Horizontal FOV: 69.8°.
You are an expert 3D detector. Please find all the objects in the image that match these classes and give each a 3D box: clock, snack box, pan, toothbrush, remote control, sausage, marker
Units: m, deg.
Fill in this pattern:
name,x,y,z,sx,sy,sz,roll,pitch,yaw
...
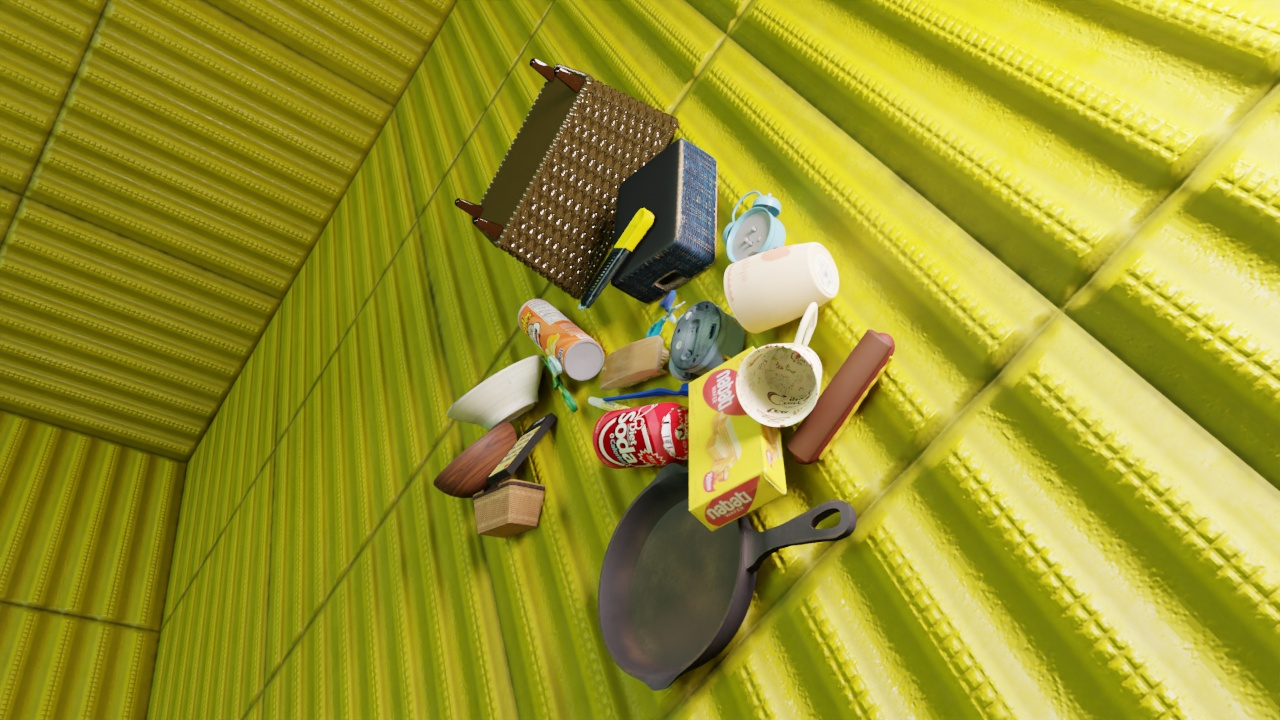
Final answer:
name,x,y,z,sx,sy,sz,roll,pitch,yaw
clock,0.137,-0.162,1.125,0.088,0.042,0.123,-42,41,32
snack box,0.099,0.077,0.966,0.092,0.042,0.200,-32,30,25
pan,0.084,0.209,0.952,0.357,0.043,0.248,-29,46,42
clock,0.073,-0.021,1.114,0.125,0.051,0.088,-11,62,53
toothbrush,0.011,0.042,1.187,0.187,0.016,0.011,-8,55,50
remote control,-0.174,0.129,1.345,0.058,0.013,0.133,-31,15,41
sausage,0.199,0.038,0.907,0.156,0.040,0.040,-57,33,13
marker,-0.035,0.064,1.247,0.132,0.014,0.014,12,79,57

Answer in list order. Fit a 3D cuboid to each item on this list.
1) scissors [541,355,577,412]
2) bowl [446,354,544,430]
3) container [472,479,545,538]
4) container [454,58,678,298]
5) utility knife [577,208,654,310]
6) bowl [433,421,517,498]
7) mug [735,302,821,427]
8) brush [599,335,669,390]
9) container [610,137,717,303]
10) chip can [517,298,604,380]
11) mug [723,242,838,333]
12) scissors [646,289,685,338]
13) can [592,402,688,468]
name,x,y,z,sx,sy,sz,roll,pitch,yaw
scissors,-0.125,0.022,1.351,0.012,0.120,0.128,-25,42,-14
bowl,-0.209,0.062,1.417,0.177,0.176,0.058,-38,82,36
container,-0.193,0.217,1.334,0.114,0.063,0.061,-27,56,45
container,-0.129,-0.299,1.445,0.321,0.205,0.176,-59,33,9
utility knife,-0.037,-0.132,1.240,0.171,0.020,0.028,-52,34,19
bowl,-0.236,0.166,1.398,0.147,0.069,0.147,-40,-4,-4
mug,0.152,-0.001,0.923,0.081,0.097,0.122,20,105,16
brush,-0.007,0.007,1.222,0.117,0.039,0.049,-23,50,48
container,0.031,-0.192,1.269,0.146,0.071,0.187,-29,47,43
chip can,-0.125,-0.035,1.397,0.062,0.062,0.210,-61,32,6
mug,0.163,-0.092,1.016,0.105,0.085,0.111,-18,25,38
scissors,0.039,-0.071,1.195,0.086,0.015,0.135,-68,9,-16
can,0.006,0.092,1.114,0.143,0.074,0.074,-12,60,52
